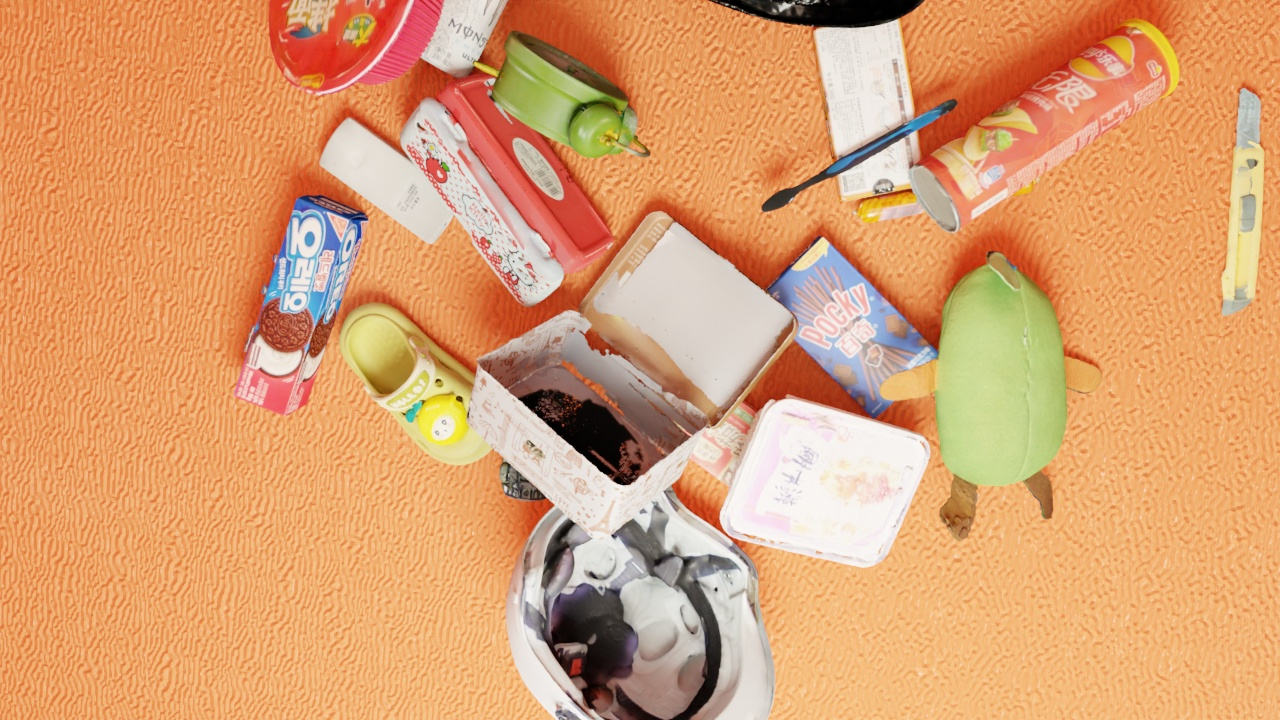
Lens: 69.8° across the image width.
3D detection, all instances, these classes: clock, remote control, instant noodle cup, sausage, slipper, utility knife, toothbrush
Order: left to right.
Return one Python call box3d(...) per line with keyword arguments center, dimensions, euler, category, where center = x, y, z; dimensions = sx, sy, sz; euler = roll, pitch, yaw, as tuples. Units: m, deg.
box3d(center=(-0.239, -0.317, 0.802), dimensions=(0.194, 0.065, 0.193), euler=(-5, 81, 33), category="instant noodle cup")
box3d(center=(-0.238, -0.172, 0.874), dimensions=(0.135, 0.019, 0.056), euler=(36, 101, 0), category="remote control")
box3d(center=(-0.219, 0.026, 0.873), dimensions=(0.190, 0.081, 0.092), euler=(45, 103, 1), category="slipper")
box3d(center=(-0.059, -0.224, 0.800), dimensions=(0.161, 0.116, 0.056), euler=(33, 112, 4), category="clock")
box3d(center=(0.159, 0.104, 0.831), dimensions=(0.173, 0.060, 0.138), euler=(16, 103, -18), category="instant noodle cup")
box3d(center=(0.190, -0.179, 0.805), dimensions=(0.190, 0.016, 0.014), euler=(-29, 86, 8), category="toothbrush")
box3d(center=(0.273, -0.146, 0.822), dimensions=(0.165, 0.021, 0.021), euler=(-10, 97, 7), category="sausage")
box3d(center=(0.527, -0.137, 0.803), dimensions=(0.031, 0.020, 0.195), euler=(-2, 94, 0), category="utility knife")

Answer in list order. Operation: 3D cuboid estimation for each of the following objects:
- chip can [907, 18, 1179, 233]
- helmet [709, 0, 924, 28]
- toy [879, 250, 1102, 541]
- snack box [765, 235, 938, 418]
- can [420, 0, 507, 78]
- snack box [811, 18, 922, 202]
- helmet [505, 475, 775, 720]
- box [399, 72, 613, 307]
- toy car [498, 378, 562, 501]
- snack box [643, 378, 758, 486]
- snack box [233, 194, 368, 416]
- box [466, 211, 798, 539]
box3d(center=(0.336, -0.194, 0.771), dimensions=(0.216, 0.073, 0.073), euler=(-35, 94, 3), category="chip can")
box3d(center=(0.106, -0.420, 0.690), dimensions=(0.315, 0.248, 0.240), euler=(22, 74, 0), category="helmet")
box3d(center=(0.314, 0.028, 0.808), dimensions=(0.226, 0.090, 0.247), euler=(-3, 95, -20), category="toy")
box3d(center=(0.191, -0.030, 0.845), dimensions=(0.157, 0.026, 0.084), euler=(44, 100, -2), category="snack box")
box3d(center=(-0.149, -0.329, 0.821), dimensions=(0.058, 0.058, 0.147), euler=(30, 100, 1), category="can")
box3d(center=(0.202, -0.224, 0.815), dimensions=(0.075, 0.026, 0.154), euler=(-10, 97, 7), category="snack box")
box3d(center=(-0.014, 0.247, 0.831), dimensions=(0.258, 0.228, 0.146), euler=(49, 142, 2), category="helmet")
box3d(center=(-0.129, -0.151, 0.842), dimensions=(0.102, 0.095, 0.201), euler=(-33, 96, 37), category="box")
box3d(center=(-0.105, 0.076, 0.890), dimensions=(0.054, 0.037, 0.120), euler=(4, 89, 6), category="toy car")
box3d(center=(0.072, 0.065, 0.873), dimensions=(0.153, 0.025, 0.075), euler=(36, 100, 0), category="snack box")
box3d(center=(-0.327, -0.053, 0.883), dimensions=(0.058, 0.057, 0.207), euler=(22, 100, -1), category="snack box")
box3d(center=(-0.007, 0.011, 0.819), dimensions=(0.179, 0.131, 0.271), euler=(40, 72, 18), category="box")
